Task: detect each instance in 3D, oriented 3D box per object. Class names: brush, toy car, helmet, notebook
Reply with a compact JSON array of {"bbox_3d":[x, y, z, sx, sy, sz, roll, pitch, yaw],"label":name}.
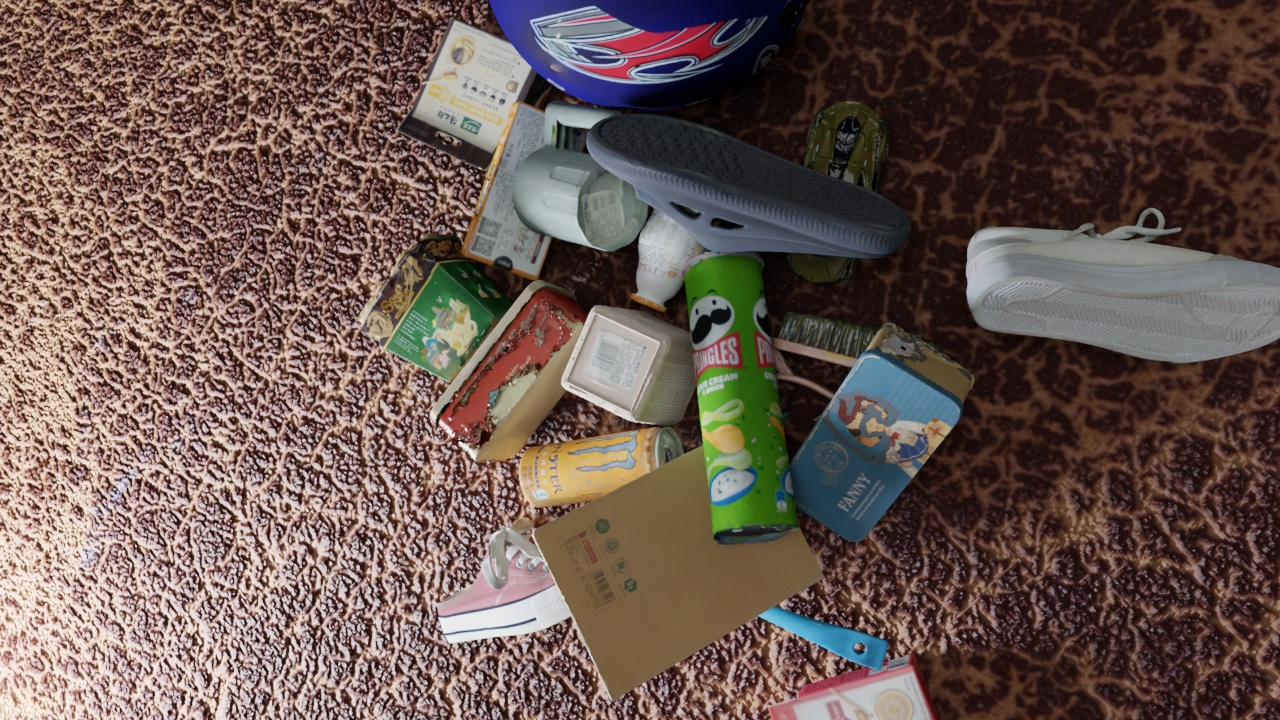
[{"bbox_3d":[0.178,0.004,0.772,0.146,0.063,0.073,14,95,20],"label":"brush"},{"bbox_3d":[0.169,-0.144,0.794,0.070,0.042,0.158,12,94,19],"label":"toy car"},{"bbox_3d":[0.086,0.210,0.796,0.255,0.045,0.083,15,90,24],"label":"brush"},{"bbox_3d":[0.027,-0.333,0.751,0.316,0.247,0.240,-6,99,8],"label":"helmet"},{"bbox_3d":[0.034,0.160,0.754,0.207,0.008,0.148,-25,84,-18],"label":"notebook"}]

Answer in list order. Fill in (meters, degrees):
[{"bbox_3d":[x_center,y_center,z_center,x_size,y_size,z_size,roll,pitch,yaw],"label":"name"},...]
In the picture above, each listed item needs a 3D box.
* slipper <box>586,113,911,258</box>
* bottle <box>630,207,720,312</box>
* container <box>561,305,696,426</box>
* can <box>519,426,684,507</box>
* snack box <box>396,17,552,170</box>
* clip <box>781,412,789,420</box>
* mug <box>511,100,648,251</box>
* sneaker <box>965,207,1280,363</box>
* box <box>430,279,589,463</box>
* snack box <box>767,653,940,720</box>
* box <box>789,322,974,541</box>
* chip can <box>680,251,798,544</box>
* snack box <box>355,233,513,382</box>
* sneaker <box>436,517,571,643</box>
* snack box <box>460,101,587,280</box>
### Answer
[{"bbox_3d":[0.079,-0.121,0.740,0.268,0.110,0.083,17,123,0],"label":"slipper"},{"bbox_3d":[0.027,-0.099,0.827,0.063,0.063,0.108,24,94,18],"label":"bottle"},{"bbox_3d":[-0.005,0.005,0.807,0.090,0.110,0.090,25,95,18],"label":"container"},{"bbox_3d":[-0.036,0.097,0.832,0.146,0.058,0.058,-11,83,26],"label":"can"},{"bbox_3d":[-0.159,-0.257,0.904,0.113,0.053,0.126,27,97,18],"label":"snack box"},{"bbox_3d":[0.107,0.058,0.818,0.056,0.014,0.043,-44,75,11],"label":"clip"},{"bbox_3d":[-0.053,-0.165,0.820,0.103,0.083,0.124,25,116,48],"label":"mug"},{"bbox_3d":[0.371,-0.063,0.706,0.242,0.090,0.090,6,48,4],"label":"sneaker"},{"bbox_3d":[-0.105,0.018,0.851,0.080,0.091,0.168,42,100,19],"label":"box"},{"bbox_3d":[0.187,0.319,0.761,0.127,0.044,0.113,-21,81,15],"label":"snack box"},{"bbox_3d":[0.181,0.064,0.733,0.090,0.059,0.185,32,127,13],"label":"box"},{"bbox_3d":[0.081,0.029,0.758,0.072,0.072,0.235,-11,71,18],"label":"chip can"},{"bbox_3d":[-0.186,-0.043,0.881,0.105,0.117,0.118,38,102,4],"label":"snack box"},{"bbox_3d":[-0.104,0.189,0.824,0.242,0.118,0.088,-24,87,36],"label":"sneaker"},{"bbox_3d":[-0.110,-0.160,0.874,0.075,0.026,0.154,18,95,-26],"label":"snack box"}]
